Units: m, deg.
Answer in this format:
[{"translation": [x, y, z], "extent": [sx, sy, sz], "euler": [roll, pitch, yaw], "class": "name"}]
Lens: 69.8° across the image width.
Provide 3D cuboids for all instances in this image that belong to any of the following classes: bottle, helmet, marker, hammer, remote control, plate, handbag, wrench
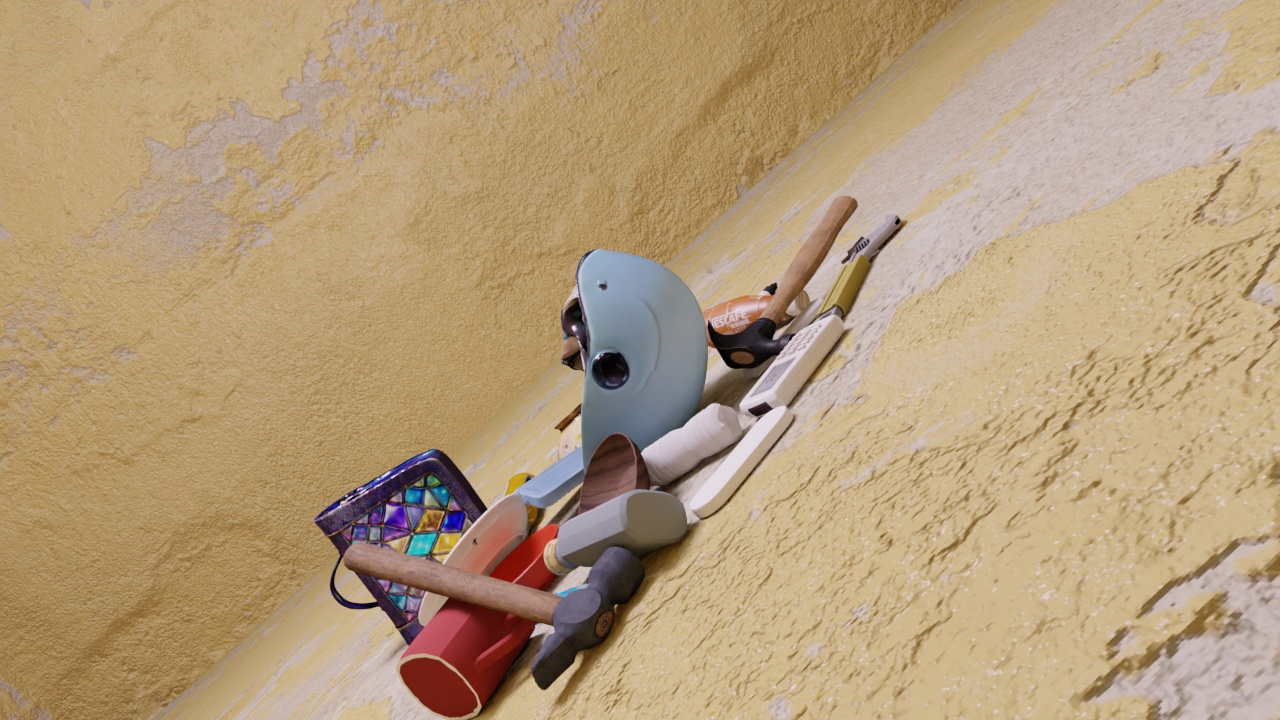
[{"translation": [0.041, 0.092, 0.933], "extent": [0.137, 0.044, 0.044], "euler": [-37, 9, 31], "class": "bottle"}, {"translation": [-0.006, 0.006, 1.064], "extent": [0.225, 0.167, 0.265], "euler": [68, -152, -81], "class": "helmet"}, {"translation": [-0.169, 0.205, 1.276], "extent": [0.053, 0.053, 0.186], "euler": [-41, 8, 4], "class": "bottle"}, {"translation": [0.164, -0.073, 1.315], "extent": [0.019, 0.019, 0.145], "euler": [-31, 13, 51], "class": "marker"}, {"translation": [-0.158, 0.201, 0.817], "extent": [0.322, 0.040, 0.129], "euler": [3, 35, 37], "class": "hammer"}, {"translation": [0.154, 0.006, 0.926], "extent": [0.138, 0.025, 0.060], "euler": [-47, 10, -33], "class": "remote control"}, {"translation": [0.091, 0.089, 0.823], "extent": [0.136, 0.013, 0.043], "euler": [-46, 9, -27], "class": "remote control"}, {"translation": [-0.183, 0.240, 1.066], "extent": [0.182, 0.034, 0.182], "euler": [-52, -14, -19], "class": "plate"}, {"translation": [-0.033, 0.161, 0.831], "extent": [0.162, 0.072, 0.046], "euler": [-33, 55, 46], "class": "bottle"}, {"translation": [0.187, -0.103, 1.109], "extent": [0.133, 0.040, 0.304], "euler": [-5, 38, 44], "class": "hammer"}, {"translation": [-0.309, 0.248, 1.217], "extent": [0.222, 0.205, 0.125], "euler": [-35, 7, -7], "class": "handbag"}, {"translation": [0.148, -0.058, 1.187], "extent": [0.168, 0.059, 0.059], "euler": [-18, 24, 50], "class": "bottle"}, {"translation": [0.169, -0.026, 1.072], "extent": [0.130, 0.012, 0.033], "euler": [-44, 9, -18], "class": "remote control"}, {"translation": [0.252, -0.105, 1.078], "extent": [0.084, 0.018, 0.272], "euler": [-35, 10, 38], "class": "wrench"}]

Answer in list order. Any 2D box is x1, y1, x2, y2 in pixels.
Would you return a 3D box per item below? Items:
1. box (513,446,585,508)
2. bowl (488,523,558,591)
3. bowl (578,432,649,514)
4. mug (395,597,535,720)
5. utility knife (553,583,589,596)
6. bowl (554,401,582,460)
[{"translation": [-0.078, 0.129, 1.187], "extent": [0.208, 0.039, 0.127], "euler": [-32, 3, -33], "class": "box"}, {"translation": [-0.124, 0.232, 0.993], "extent": [0.122, 0.035, 0.122], "euler": [-40, 8, 7], "class": "bowl"}, {"translation": [-0.021, 0.134, 0.925], "extent": [0.120, 0.032, 0.119], "euler": [-40, 43, 49], "class": "bowl"}, {"translation": [-0.146, 0.256, 0.824], "extent": [0.117, 0.080, 0.096], "euler": [-26, 15, 37], "class": "mug"}, {"translation": [-0.083, 0.232, 0.881], "extent": [0.199, 0.015, 0.031], "euler": [-32, 15, 43], "class": "utility knife"}, {"translation": [-0.079, 0.097, 1.339], "extent": [0.145, 0.063, 0.145], "euler": [-44, 0, 0], "class": "bowl"}]
